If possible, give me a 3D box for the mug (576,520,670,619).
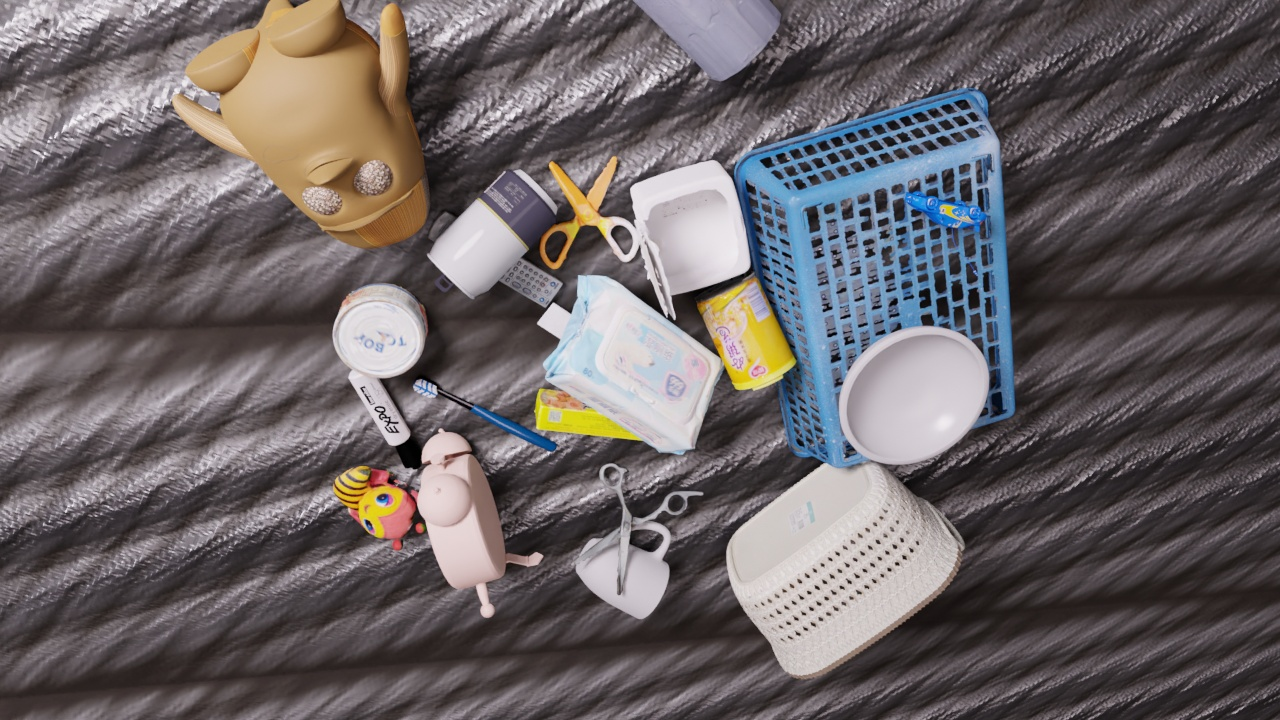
[{"bbox_3d":[-0.015,0.226,1.042,0.089,0.071,0.107,31,91,-15],"label":"mug"}]

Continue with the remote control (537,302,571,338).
[{"bbox_3d":[-0.048,-0.017,0.940,0.124,0.011,0.028,34,107,-23],"label":"remote control"}]

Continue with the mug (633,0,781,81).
[{"bbox_3d":[0.067,-0.318,0.778,0.104,0.084,0.123,39,78,-25],"label":"mug"}]

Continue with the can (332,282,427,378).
[{"bbox_3d":[-0.249,-0.028,0.882,0.086,0.043,0.086,-3,116,-7],"label":"can"}]

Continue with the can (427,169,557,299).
[{"bbox_3d":[-0.138,-0.111,0.833,0.127,0.064,0.064,-45,116,-2],"label":"can"}]

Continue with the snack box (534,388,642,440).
[{"bbox_3d":[-0.036,0.059,0.965,0.148,0.040,0.029,7,115,-13],"label":"snack box"}]

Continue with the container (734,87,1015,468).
[{"bbox_3d":[0.257,-0.060,0.928,0.257,0.089,0.363,-17,118,-1],"label":"container"}]

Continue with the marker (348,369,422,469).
[{"bbox_3d":[-0.257,0.061,0.936,0.025,0.025,0.126,-22,118,1],"label":"marker"}]

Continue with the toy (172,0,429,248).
[{"bbox_3d":[-0.250,-0.178,0.751,0.199,0.162,0.203,-19,129,8],"label":"toy"}]

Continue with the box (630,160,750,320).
[{"bbox_3d":[0.041,-0.105,0.842,0.126,0.136,0.109,-17,116,-2],"label":"box"}]

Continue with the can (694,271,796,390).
[{"bbox_3d":[0.105,-0.028,0.914,0.068,0.067,0.105,-25,99,3],"label":"can"}]

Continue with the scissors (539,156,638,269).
[{"bbox_3d":[-0.046,-0.137,0.880,0.127,0.011,0.125,21,113,-21],"label":"scissors"}]

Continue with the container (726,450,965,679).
[{"bbox_3d":[0.214,0.219,1.017,0.246,0.184,0.143,-39,106,10],"label":"container"}]

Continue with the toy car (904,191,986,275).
[{"bbox_3d":[0.276,-0.114,0.830,0.092,0.033,0.062,9,108,-14],"label":"toy car"}]

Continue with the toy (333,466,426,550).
[{"bbox_3d":[-0.276,0.152,0.968,0.084,0.046,0.103,-34,109,33],"label":"toy"}]

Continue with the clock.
[{"bbox_3d":[-0.171,0.160,0.941,0.086,0.131,0.160,-22,117,1],"label":"clock"}]

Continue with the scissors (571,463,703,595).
[{"bbox_3d":[-0.003,0.179,1.017,0.173,0.014,0.141,-13,89,-22],"label":"scissors"}]

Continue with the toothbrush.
[{"bbox_3d":[-0.160,0.058,0.958,0.167,0.014,0.014,29,120,-21],"label":"toothbrush"}]

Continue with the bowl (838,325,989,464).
[{"bbox_3d":[0.260,0.028,0.895,0.149,0.043,0.150,-4,117,-8],"label":"bowl"}]

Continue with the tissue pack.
[{"bbox_3d":[-0.005,0.005,0.903,0.182,0.070,0.112,35,66,-25],"label":"tissue pack"}]

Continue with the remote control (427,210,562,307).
[{"bbox_3d":[-0.139,-0.097,0.883,0.136,0.013,0.033,31,107,-22],"label":"remote control"}]
